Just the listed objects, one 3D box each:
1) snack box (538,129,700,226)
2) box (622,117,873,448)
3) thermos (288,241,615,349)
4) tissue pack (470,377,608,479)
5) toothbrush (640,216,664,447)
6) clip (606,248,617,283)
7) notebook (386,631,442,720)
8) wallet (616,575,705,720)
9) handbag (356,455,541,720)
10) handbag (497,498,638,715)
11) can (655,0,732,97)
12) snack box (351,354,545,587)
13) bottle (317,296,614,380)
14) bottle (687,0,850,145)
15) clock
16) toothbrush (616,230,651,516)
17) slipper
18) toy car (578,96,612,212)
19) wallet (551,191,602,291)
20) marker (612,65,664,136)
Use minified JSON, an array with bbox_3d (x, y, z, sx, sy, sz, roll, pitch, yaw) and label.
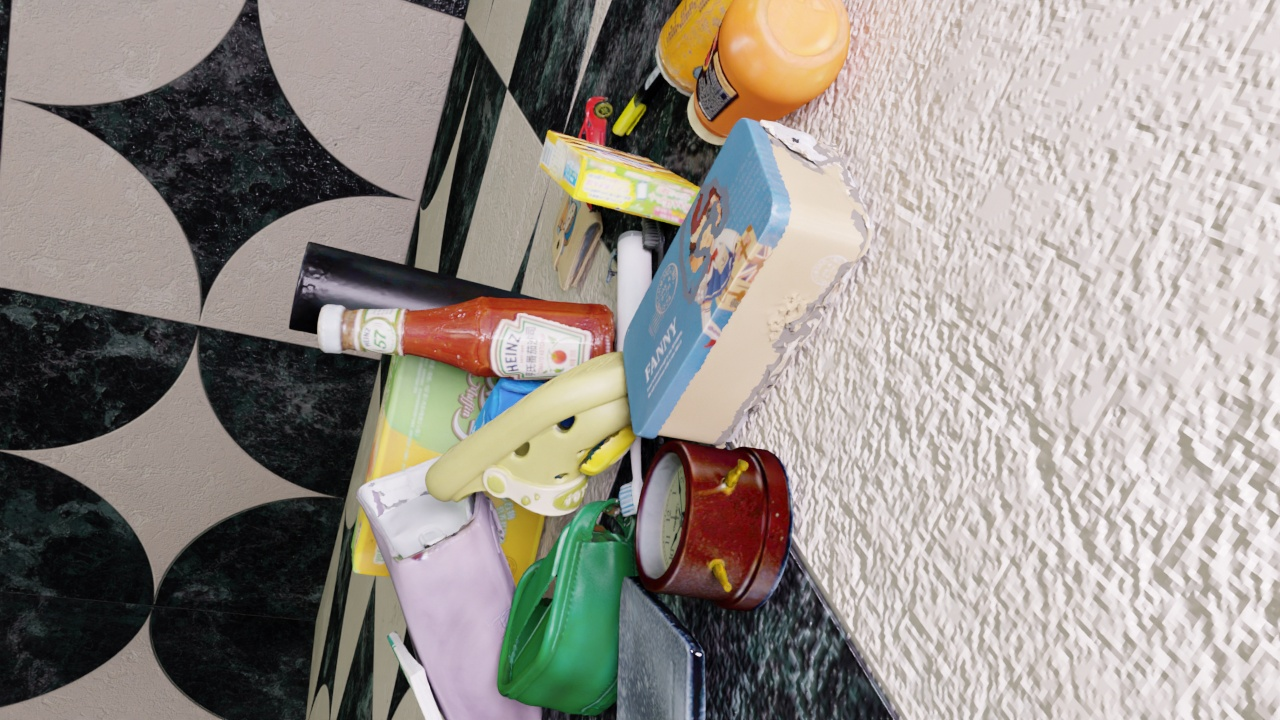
[{"bbox_3d":[-0.020,-0.136,0.677,0.140,0.087,0.034,-123,48,-63],"label":"snack box"},{"bbox_3d":[0.046,-0.030,0.487,0.089,0.059,0.185,-99,30,-46],"label":"box"},{"bbox_3d":[-0.146,-0.021,0.724,0.068,0.242,0.090,-102,31,-53],"label":"thermos"},{"bbox_3d":[-0.086,0.061,0.735,0.158,0.095,0.052,128,149,-53],"label":"tissue pack"},{"bbox_3d":[0.009,-0.027,0.644,0.014,0.016,0.189,127,147,-56],"label":"toothbrush"},{"bbox_3d":[-0.017,-0.077,0.737,0.058,0.045,0.027,-103,28,-67],"label":"clip"},{"bbox_3d":[-0.138,0.312,0.692,0.209,0.012,0.151,67,159,-4],"label":"notebook"},{"bbox_3d":[0.011,0.185,0.483,0.097,0.019,0.121,-156,64,-67],"label":"wallet"},{"bbox_3d":[-0.140,0.189,0.708,0.145,0.098,0.197,-142,36,-63],"label":"handbag"},{"bbox_3d":[-0.043,0.167,0.613,0.132,0.068,0.120,124,158,-48],"label":"handbag"},{"bbox_3d":[0.062,-0.216,0.545,0.146,0.058,0.058,148,131,-63],"label":"can"},{"bbox_3d":[-0.159,0.091,0.817,0.070,0.157,0.210,-157,80,-69],"label":"snack box"},{"bbox_3d":[-0.122,-0.017,0.656,0.060,0.206,0.060,-178,92,-83],"label":"bottle"},{"bbox_3d":[0.061,-0.160,0.522,0.150,0.066,0.066,156,124,-74],"label":"bottle"},{"bbox_3d":[0.030,0.082,0.469,0.122,0.055,0.082,163,116,-69],"label":"clock"},{"bbox_3d":[-0.004,0.004,0.646,0.026,0.026,0.220,-19,56,29],"label":"toothbrush"},{"bbox_3d":[-0.060,0.060,0.613,0.191,0.081,0.091,-30,4,29],"label":"slipper"},{"bbox_3d":[-0.041,-0.184,0.825,0.049,0.031,0.106,93,178,-68],"label":"toy car"},{"bbox_3d":[-0.063,-0.125,0.882,0.087,0.024,0.115,-59,28,31],"label":"wallet"},{"bbox_3d":[0.009,-0.225,0.759,0.124,0.015,0.018,-41,36,54],"label":"marker"}]
